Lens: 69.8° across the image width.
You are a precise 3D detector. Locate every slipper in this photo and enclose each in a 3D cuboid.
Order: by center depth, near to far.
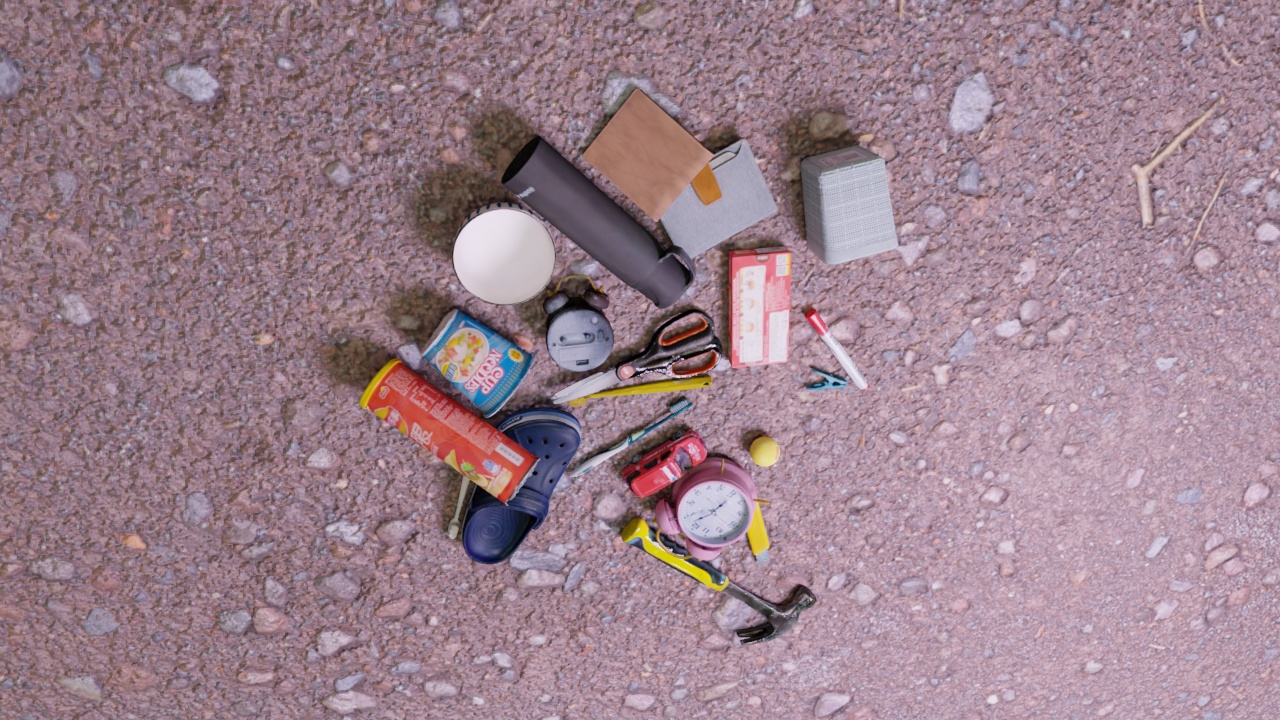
[{"bbox_3d":[-0.164,0.171,1.184,0.105,0.095,0.253,21,114,-22],"label":"slipper"}]

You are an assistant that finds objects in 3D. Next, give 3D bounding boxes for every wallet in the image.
[{"bbox_3d":[0.008,-0.232,1.036,0.115,0.020,0.101,41,105,-5],"label":"wallet"},{"bbox_3d":[0.084,-0.188,1.076,0.130,0.037,0.106,-28,118,5],"label":"wallet"}]

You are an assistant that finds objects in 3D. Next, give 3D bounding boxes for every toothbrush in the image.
[{"bbox_3d":[0.000,0.040,1.187,0.190,0.016,0.016,-7,117,-6],"label":"toothbrush"},{"bbox_3d":[-0.230,0.160,1.209,0.016,0.016,0.180,11,114,-17],"label":"toothbrush"},{"bbox_3d":[-0.015,0.103,1.217,0.192,0.016,0.018,-32,107,6],"label":"toothbrush"}]

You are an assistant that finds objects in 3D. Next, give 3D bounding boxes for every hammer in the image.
[{"bbox_3d":[0.104,0.320,1.337,0.323,0.032,0.126,34,106,-23],"label":"hammer"}]

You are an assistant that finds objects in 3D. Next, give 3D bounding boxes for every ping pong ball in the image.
[{"bbox_3d":[0.168,0.123,1.244,0.040,0.040,0.040,-4,117,-8],"label":"ping pong ball"}]

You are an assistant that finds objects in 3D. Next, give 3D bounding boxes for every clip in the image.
[{"bbox_3d":[0.250,0.027,1.225,0.055,0.013,0.034,11,115,-12],"label":"clip"}]

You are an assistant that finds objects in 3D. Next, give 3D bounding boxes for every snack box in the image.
[{"bbox_3d":[0.149,-0.066,1.154,0.075,0.025,0.153,-6,117,-6],"label":"snack box"}]

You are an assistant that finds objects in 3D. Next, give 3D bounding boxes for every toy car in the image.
[{"bbox_3d":[0.034,0.140,1.229,0.120,0.045,0.053,-34,118,5],"label":"toy car"}]

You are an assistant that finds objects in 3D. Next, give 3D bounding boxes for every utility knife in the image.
[{"bbox_3d":[0.157,0.226,1.308,0.033,0.015,0.177,-14,119,6],"label":"utility knife"}]

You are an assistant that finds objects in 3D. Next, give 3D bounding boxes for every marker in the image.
[{"bbox_3d":[0.260,-0.012,1.205,0.017,0.017,0.145,-37,117,9],"label":"marker"}]

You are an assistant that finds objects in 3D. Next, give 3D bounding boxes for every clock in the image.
[{"bbox_3d":[-0.076,-0.045,1.110,0.082,0.055,0.122,-6,116,-6],"label":"clock"},{"bbox_3d":[0.087,0.208,1.251,0.117,0.059,0.159,42,108,-12],"label":"clock"}]

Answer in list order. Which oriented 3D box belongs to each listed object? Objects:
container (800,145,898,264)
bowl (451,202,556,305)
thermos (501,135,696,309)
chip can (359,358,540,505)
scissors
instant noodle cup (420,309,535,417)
[{"bbox_3d":[0.241,-0.185,1.076,0.090,0.090,0.111,-15,115,-2],"label":"container"},{"bbox_3d":[-0.156,-0.128,1.049,0.116,0.066,0.117,-4,118,-9],"label":"bowl"},{"bbox_3d":[-0.038,-0.157,1.047,0.242,0.068,0.090,37,140,-24],"label":"thermos"},{"bbox_3d":[-0.227,0.085,1.100,0.216,0.073,0.073,34,108,0],"label":"chip can"},{"bbox_3d":[0.000,0.021,1.167,0.235,0.021,0.139,-40,118,7],"label":"scissors"},{"bbox_3d":[-0.199,-0.002,1.095,0.110,0.099,0.099,38,105,-16],"label":"instant noodle cup"}]
